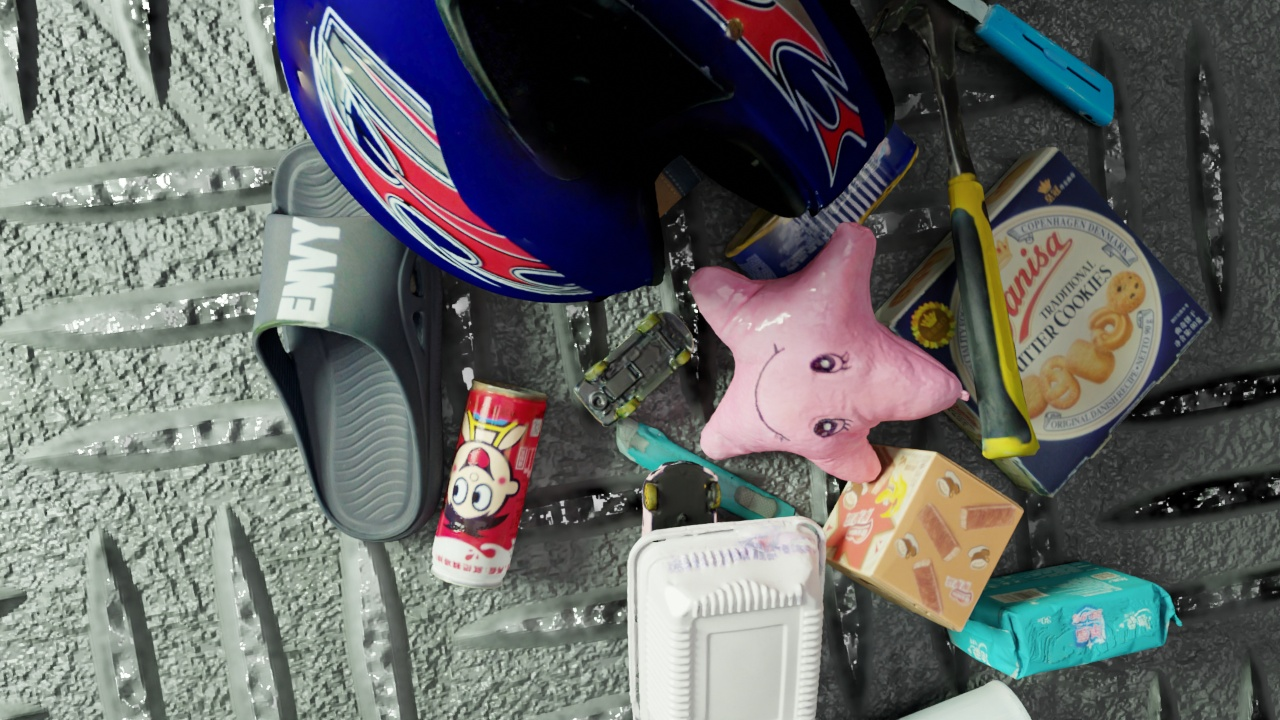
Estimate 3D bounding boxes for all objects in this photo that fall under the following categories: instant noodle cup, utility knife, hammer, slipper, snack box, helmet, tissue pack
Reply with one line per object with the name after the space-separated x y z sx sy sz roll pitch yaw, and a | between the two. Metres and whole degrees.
0.063 0.196 0.617 0.138 0.060 0.174 -5 111 -9 | instant noodle cup
0.077 0.100 0.664 0.223 0.013 0.029 28 87 -9 | utility knife
0.213 -0.097 0.602 0.126 0.032 0.323 2 77 -35 | hammer
-0.183 -0.008 0.580 0.111 0.083 0.268 -5 97 7 | slipper
0.187 0.118 0.634 0.077 0.093 0.094 32 82 -11 | snack box
0.290 -0.026 0.671 0.182 0.046 0.178 44 86 -8 | snack box
0.270 -0.219 0.642 0.194 0.018 0.034 20 81 -28 | utility knife
-0.041 -0.148 0.498 0.315 0.247 0.240 40 96 -25 | helmet
0.298 0.183 0.658 0.133 0.093 0.050 -9 89 -7 | tissue pack

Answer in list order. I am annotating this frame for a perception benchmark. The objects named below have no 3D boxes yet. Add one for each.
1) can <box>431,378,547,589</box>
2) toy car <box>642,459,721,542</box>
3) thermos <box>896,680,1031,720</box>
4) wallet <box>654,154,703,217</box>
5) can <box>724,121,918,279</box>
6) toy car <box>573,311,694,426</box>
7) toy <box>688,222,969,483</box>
-0.102 0.082 0.618 0.053 0.053 0.132 13 91 -8 | can
0.027 0.130 0.645 0.056 0.037 0.122 1 95 -12 | toy car
0.169 0.299 0.659 0.224 0.073 0.073 -18 95 -6 | thermos
-0.026 -0.121 0.632 0.115 0.033 0.090 -45 94 -3 | wallet
0.125 -0.111 0.631 0.049 0.074 0.148 43 85 -10 | can
-0.004 0.004 0.638 0.090 0.035 0.042 -42 99 -10 | toy car
0.120 0.001 0.592 0.179 0.074 0.195 6 124 16 | toy
